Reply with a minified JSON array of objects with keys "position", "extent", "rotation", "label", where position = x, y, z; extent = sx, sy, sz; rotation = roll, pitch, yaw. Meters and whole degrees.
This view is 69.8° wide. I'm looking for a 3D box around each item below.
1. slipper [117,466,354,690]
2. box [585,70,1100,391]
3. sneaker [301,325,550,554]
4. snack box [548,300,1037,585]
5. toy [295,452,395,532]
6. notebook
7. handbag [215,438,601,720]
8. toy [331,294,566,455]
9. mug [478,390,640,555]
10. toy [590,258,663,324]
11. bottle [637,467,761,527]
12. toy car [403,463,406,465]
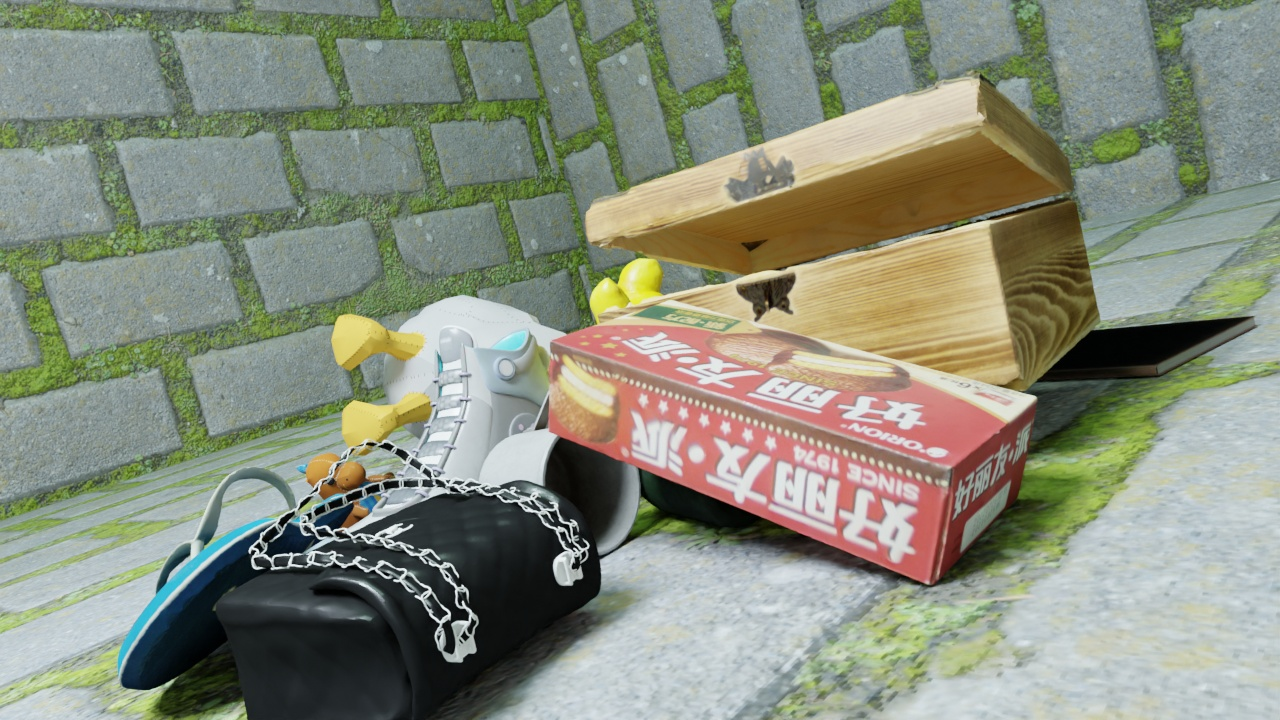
[{"position":[-0.261,0.127,0.587],"extent":[0.118,0.060,0.295],"rotation":[-56,2,-1],"label":"slipper"},{"position":[0.149,-0.065,0.652],"extent":[0.280,0.176,0.246],"rotation":[-13,2,37],"label":"box"},{"position":[-0.144,0.064,0.625],"extent":[0.093,0.160,0.256],"rotation":[-11,5,40],"label":"sneaker"},{"position":[0.071,0.029,0.489],"extent":[0.237,0.060,0.113],"rotation":[17,25,37],"label":"snack box"},{"position":[-0.260,0.118,0.775],"extent":[0.103,0.090,0.070],"rotation":[-13,37,26],"label":"toy"},{"position":[0.360,-0.006,0.755],"extent":[0.141,0.008,0.210],"rotation":[-18,6,-30],"label":"notebook"},{"position":[-0.103,0.095,0.435],"extent":[0.125,0.114,0.153],"rotation":[-9,3,33],"label":"handbag"},{"position":[-0.145,0.013,0.849],"extent":[0.247,0.141,0.266],"rotation":[-12,-6,42],"label":"toy"},{"position":[-0.053,0.068,0.587],"extent":[0.071,0.113,0.084],"rotation":[-13,-13,42],"label":"mug"},{"position":[-0.005,0.004,0.768],"extent":[0.088,0.134,0.193],"rotation":[-38,22,34],"label":"toy"},{"position":[0.021,0.075,0.614],"extent":[0.055,0.055,0.174],"rotation":[-18,5,-26],"label":"bottle"},{"position":[-0.181,0.112,0.846],"extent":[0.056,0.043,0.120],"rotation":[-17,9,-19],"label":"toy car"}]
